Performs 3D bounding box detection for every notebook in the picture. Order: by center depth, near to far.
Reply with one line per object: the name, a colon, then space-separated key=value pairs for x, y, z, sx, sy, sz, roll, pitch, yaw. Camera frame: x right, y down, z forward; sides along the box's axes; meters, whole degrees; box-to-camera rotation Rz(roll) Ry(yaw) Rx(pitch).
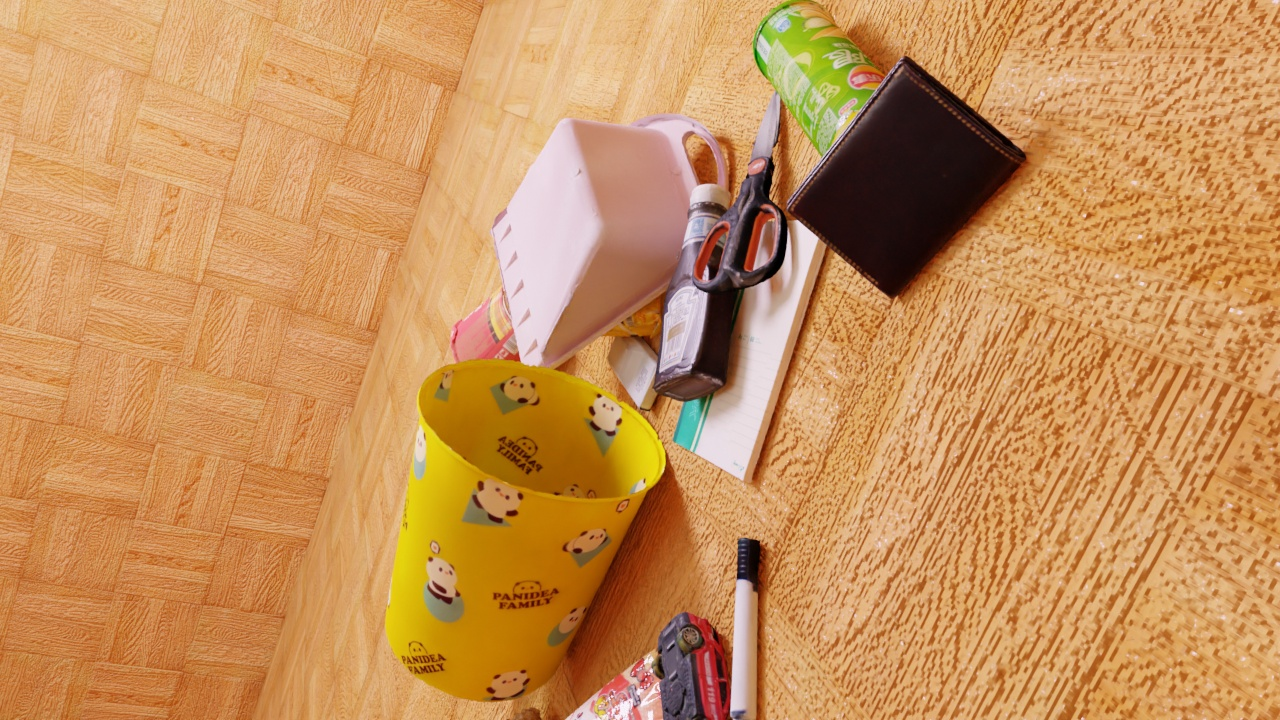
notebook: x=0.087 y=-0.016 z=0.765 sx=0.150 sy=0.012 sz=0.209 roll=20 pitch=94 yaw=68

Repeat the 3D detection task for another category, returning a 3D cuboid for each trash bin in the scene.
trash bin: x=-0.125 y=0.163 z=0.874 sx=0.229 sy=0.229 sz=0.256 roll=-117 pitch=42 yaw=-58

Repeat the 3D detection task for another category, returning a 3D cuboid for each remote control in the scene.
remote control: x=-0.006 y=0.005 z=0.938 sx=0.049 sy=0.024 sz=0.125 roll=-68 pitch=25 yaw=14

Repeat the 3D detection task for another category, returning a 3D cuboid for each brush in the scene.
brush: x=-0.075 y=0.390 z=0.824 sx=0.255 sy=0.046 sz=0.083 roll=8 pitch=73 yaw=62

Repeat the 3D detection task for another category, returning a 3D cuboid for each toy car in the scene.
toy car: x=0.039 y=0.241 z=0.658 sx=0.120 sy=0.045 sz=0.053 roll=-92 pitch=27 yaw=-46

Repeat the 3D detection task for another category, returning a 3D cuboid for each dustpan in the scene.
dustpan: x=-0.034 y=-0.128 z=0.951 sx=0.274 sy=0.138 sz=0.222 roll=-50 pitch=47 yaw=48

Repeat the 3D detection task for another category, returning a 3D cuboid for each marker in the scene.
marker: x=0.075 y=0.189 z=0.648 sx=0.023 sy=0.018 sz=0.130 roll=114 pitch=162 yaw=-62

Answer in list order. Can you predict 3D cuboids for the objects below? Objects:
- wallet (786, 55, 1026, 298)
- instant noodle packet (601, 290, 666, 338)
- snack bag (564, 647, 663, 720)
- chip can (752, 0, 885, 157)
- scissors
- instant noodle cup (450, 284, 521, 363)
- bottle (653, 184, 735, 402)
wallet: x=0.161 y=-0.111 z=0.574 sx=0.020 sy=0.096 sz=0.123 roll=-39 pitch=-11 yaw=-52
instant noodle packet: x=-0.010 y=-0.082 z=0.950 sx=0.111 sy=0.044 sz=0.128 roll=-3 pitch=72 yaw=39
snack bag: x=-0.036 y=0.327 z=0.727 sx=0.208 sy=0.073 sz=0.128 roll=-44 pitch=33 yaw=20
chip can: x=0.143 y=-0.202 z=0.683 sx=0.073 sy=0.072 sz=0.221 roll=-59 pitch=28 yaw=31
scissors: x=0.085 y=-0.150 z=0.785 sx=0.125 sy=0.021 sz=0.234 roll=-26 pitch=44 yaw=25
instant noodle cup: x=-0.157 y=-0.031 z=1.179 sx=0.109 sy=0.137 sz=0.137 roll=-43 pitch=37 yaw=36
bottle: x=0.052 y=-0.064 z=0.805 sx=0.080 sy=0.044 sz=0.194 roll=-28 pitch=49 yaw=56
